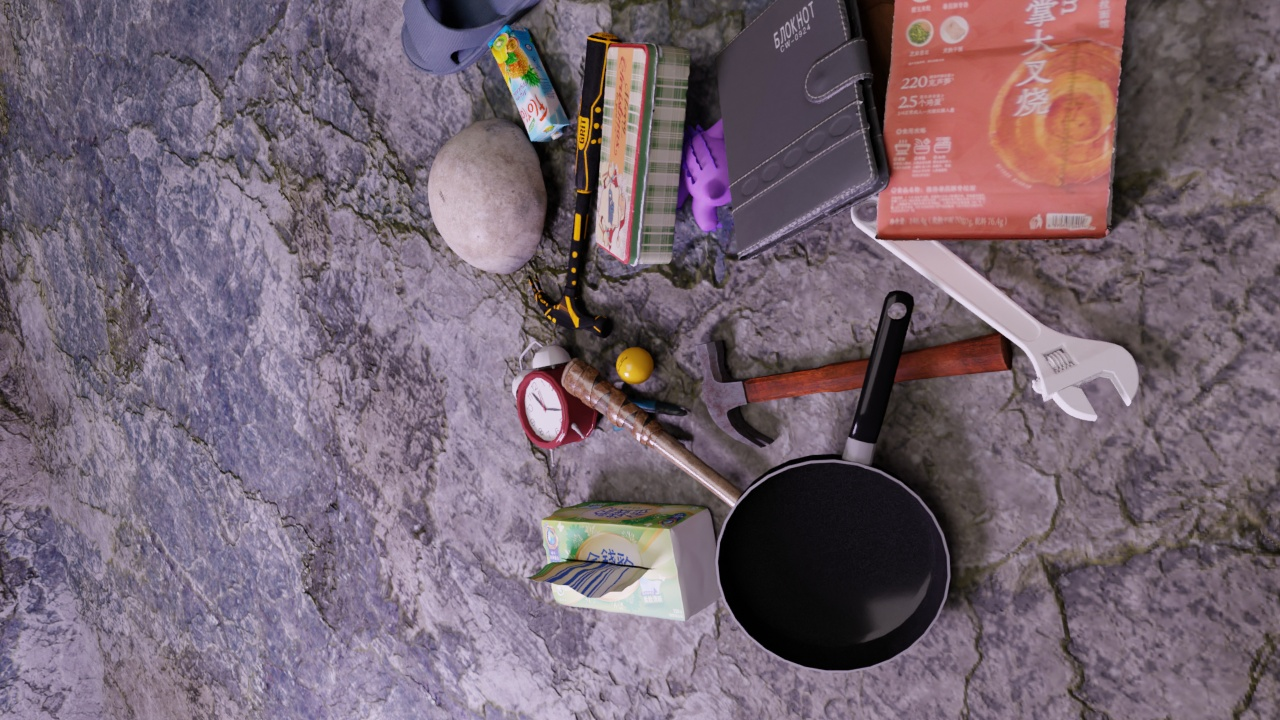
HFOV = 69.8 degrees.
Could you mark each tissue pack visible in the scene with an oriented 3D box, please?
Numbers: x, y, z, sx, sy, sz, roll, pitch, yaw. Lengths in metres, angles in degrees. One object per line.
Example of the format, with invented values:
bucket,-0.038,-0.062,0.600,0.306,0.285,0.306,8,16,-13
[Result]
tissue pack,-0.032,0.222,0.989,0.198,0.141,0.120,-13,93,40

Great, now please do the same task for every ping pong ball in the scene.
ping pong ball,-0.006,0.006,0.982,0.040,0.040,0.040,10,107,36

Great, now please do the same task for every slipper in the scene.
slipper,-0.198,-0.396,1.012,0.264,0.082,0.101,-18,92,39

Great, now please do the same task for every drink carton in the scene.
drink carton,-0.122,-0.300,1.001,0.044,0.038,0.129,-29,82,39

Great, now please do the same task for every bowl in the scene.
bowl,-0.190,-0.184,1.044,0.179,0.081,0.178,16,112,43

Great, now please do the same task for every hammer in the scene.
hammer,0.185,0.015,0.841,0.301,0.028,0.111,-11,93,39
hammer,-0.062,-0.185,0.988,0.123,0.036,0.321,25,117,34
hammer,0.041,0.100,0.947,0.319,0.048,0.122,36,124,20

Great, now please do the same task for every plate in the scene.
plate,0.200,-0.251,0.765,0.131,0.025,0.131,10,107,36

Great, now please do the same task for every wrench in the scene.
wrench,0.276,-0.052,0.745,0.066,0.018,0.273,-45,65,0

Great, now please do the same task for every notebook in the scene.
notebook,0.128,-0.210,0.774,0.170,0.029,0.208,-27,66,51

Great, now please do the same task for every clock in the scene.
clock,-0.102,0.043,1.056,0.096,0.048,0.137,-44,68,41

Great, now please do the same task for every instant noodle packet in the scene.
instant noodle packet,0.266,-0.200,0.682,0.165,0.083,0.221,4,101,30

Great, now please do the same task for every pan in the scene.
pan,0.185,0.110,0.813,0.204,0.044,0.356,13,105,8

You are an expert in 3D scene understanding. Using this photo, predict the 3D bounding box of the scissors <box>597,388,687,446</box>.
scissors,-0.005,0.065,1.010,0.127,0.019,0.144,-47,69,36

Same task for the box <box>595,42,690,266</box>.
box,-0.003,-0.201,0.895,0.117,0.050,0.206,-139,51,-60

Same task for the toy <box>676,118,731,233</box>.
toy,0.066,-0.179,0.869,0.106,0.055,0.088,-30,70,28
